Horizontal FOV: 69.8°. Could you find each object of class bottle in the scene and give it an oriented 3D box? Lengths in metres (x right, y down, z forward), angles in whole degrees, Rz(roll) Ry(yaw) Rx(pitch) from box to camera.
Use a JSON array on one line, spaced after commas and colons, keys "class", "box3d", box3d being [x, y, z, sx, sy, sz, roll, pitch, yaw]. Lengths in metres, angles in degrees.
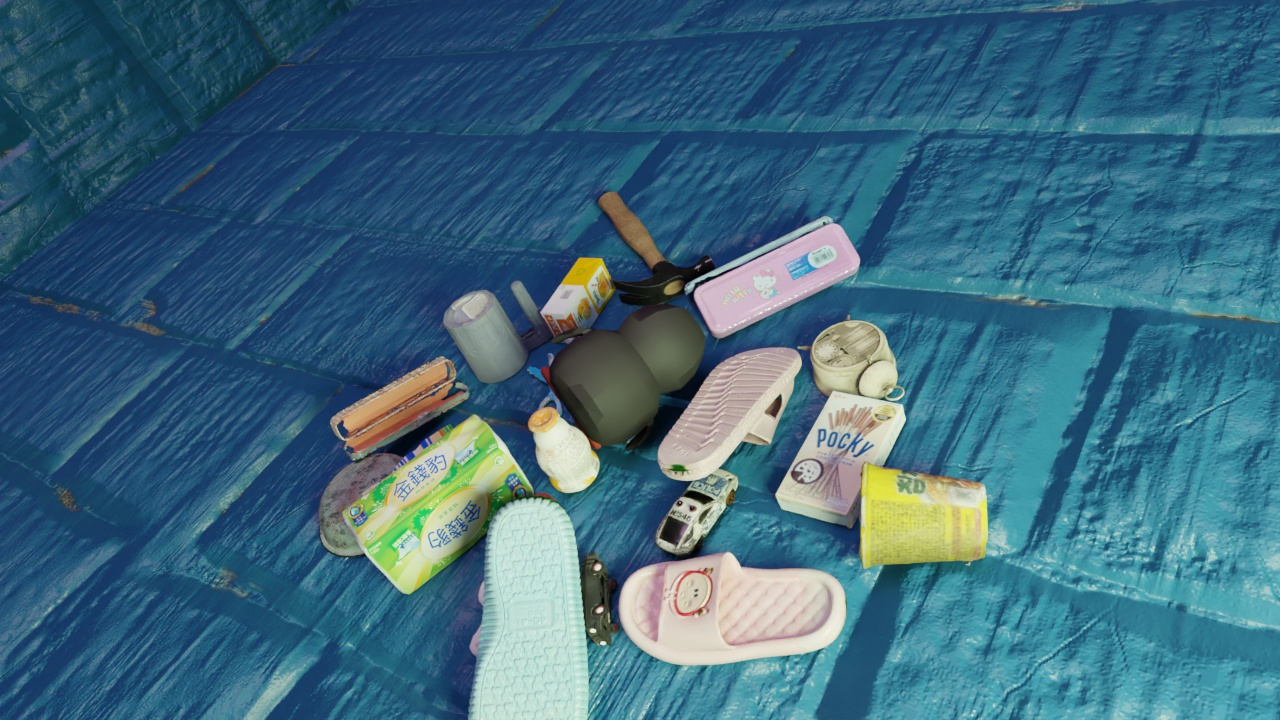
[{"class": "bottle", "box3d": [-0.091, 0.101, 1.051, 0.063, 0.109, 0.063, -15, 40, 13]}]

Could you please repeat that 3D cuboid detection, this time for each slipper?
[{"class": "slipper", "box3d": [-0.104, 0.269, 0.887, 0.116, 0.069, 0.275, -5, 67, 7]}, {"class": "slipper", "box3d": [0.081, 0.231, 0.859, 0.222, 0.056, 0.106, -5, 46, 23]}, {"class": "slipper", "box3d": [0.103, 0.066, 1.022, 0.094, 0.064, 0.238, 5, 35, 37]}]

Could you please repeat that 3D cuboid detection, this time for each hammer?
[{"class": "hammer", "box3d": [-0.007, -0.179, 1.374, 0.132, 0.040, 0.305, -26, 39, -5]}]

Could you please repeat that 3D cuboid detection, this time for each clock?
[{"class": "clock", "box3d": [0.244, 0.004, 1.020, 0.093, 0.054, 0.141, -32, 37, -7]}]

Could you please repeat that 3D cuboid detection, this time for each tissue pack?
[{"class": "tissue pack", "box3d": [-0.248, 0.151, 1.082, 0.197, 0.120, 0.141, -33, 42, -18]}]

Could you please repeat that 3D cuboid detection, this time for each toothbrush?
[{"class": "toothbrush", "box3d": [0.018, 0.049, 1.122, 0.167, 0.016, 0.014, 11, 54, 36]}]

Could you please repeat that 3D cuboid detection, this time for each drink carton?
[{"class": "drink carton", "box3d": [-0.088, -0.082, 1.290, 0.040, 0.058, 0.122, 6, 49, 33]}]

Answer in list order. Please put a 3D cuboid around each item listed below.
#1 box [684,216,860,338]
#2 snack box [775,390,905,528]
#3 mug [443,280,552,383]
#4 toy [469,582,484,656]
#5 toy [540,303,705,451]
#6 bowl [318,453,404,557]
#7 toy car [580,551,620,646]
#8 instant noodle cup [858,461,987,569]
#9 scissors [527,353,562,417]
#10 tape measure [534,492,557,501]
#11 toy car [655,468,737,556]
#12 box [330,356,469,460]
[{"class": "box", "box3d": [0.164, -0.120, 1.198, 0.214, 0.062, 0.140, -26, 36, 0]}, {"class": "snack box", "box3d": [0.210, 0.099, 0.955, 0.082, 0.026, 0.149, 10, 52, 37]}, {"class": "mug", "box3d": [-0.196, -0.043, 1.271, 0.124, 0.104, 0.083, -29, 38, -3]}, {"class": "toy", "box3d": [-0.135, 0.251, 0.965, 0.076, 0.037, 0.125, 0, 53, 18]}, {"class": "toy", "box3d": [-0.006, 0.006, 1.062, 0.184, 0.159, 0.140, -35, 4, -9]}, {"class": "bowl", "box3d": [-0.347, 0.173, 1.166, 0.158, 0.038, 0.157, -15, 41, 13]}, {"class": "toy car", "box3d": [-0.046, 0.241, 0.926, 0.037, 0.040, 0.092, -18, 42, 11]}, {"class": "instant noodle cup", "box3d": [0.256, 0.143, 0.836, 0.108, 0.102, 0.102, 0, 45, 16]}, {"class": "scissors", "box3d": [-0.100, 0.024, 1.219, 0.113, 0.013, 0.140, -24, 38, 4]}, {"class": "tape measure", "box3d": [-0.115, 0.178, 1.024, 0.058, 0.051, 0.019, -42, 42, -19]}, {"class": "toy car", "box3d": [0.058, 0.155, 0.966, 0.048, 0.040, 0.112, 16, 54, 38]}, {"class": "box", "box3d": [-0.321, 0.061, 1.231, 0.186, 0.055, 0.076, -33, 70, -29]}]
